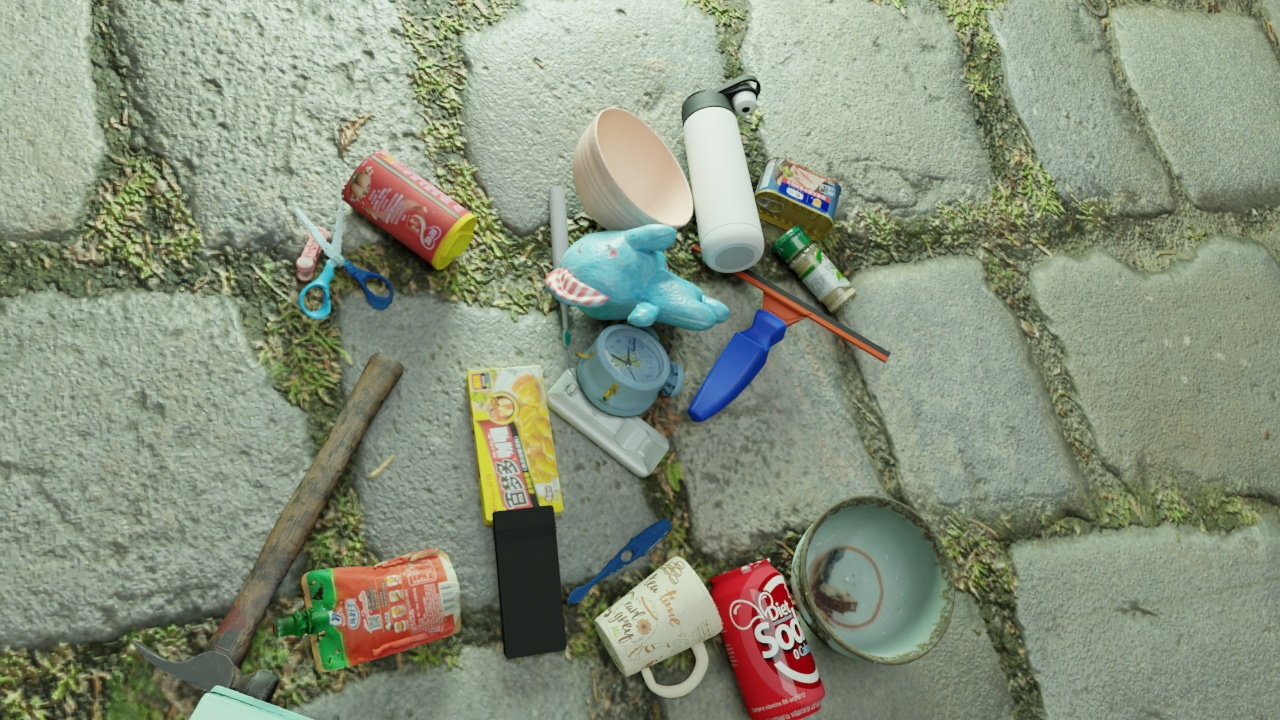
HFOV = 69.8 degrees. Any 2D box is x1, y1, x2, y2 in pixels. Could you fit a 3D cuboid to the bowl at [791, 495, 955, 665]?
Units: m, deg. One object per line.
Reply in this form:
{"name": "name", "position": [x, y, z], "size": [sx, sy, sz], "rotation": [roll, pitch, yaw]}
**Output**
{"name": "bowl", "position": [0.214, 0.220, 0.904], "size": [0.159, 0.094, 0.159], "rotation": [6, 68, -14]}

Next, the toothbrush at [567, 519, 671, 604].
{"name": "toothbrush", "position": [-0.020, 0.195, 0.891], "size": [0.132, 0.016, 0.021], "rotation": [-34, 82, -27]}

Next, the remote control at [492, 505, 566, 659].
{"name": "remote control", "position": [-0.103, 0.203, 0.849], "size": [0.058, 0.013, 0.133], "rotation": [-3, 83, -17]}

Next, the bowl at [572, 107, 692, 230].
{"name": "bowl", "position": [-0.020, -0.190, 0.993], "size": [0.153, 0.076, 0.152], "rotation": [33, 40, -34]}

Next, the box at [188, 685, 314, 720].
{"name": "box", "position": [-0.268, 0.328, 0.710], "size": [0.188, 0.091, 0.077], "rotation": [24, 98, -7]}

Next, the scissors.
{"name": "scissors", "position": [-0.293, -0.097, 0.910], "size": [0.117, 0.014, 0.130], "rotation": [10, 69, -34]}

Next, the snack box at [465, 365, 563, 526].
{"name": "snack box", "position": [-0.124, 0.081, 0.898], "size": [0.075, 0.025, 0.152], "rotation": [-5, 71, -17]}

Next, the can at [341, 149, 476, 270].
{"name": "can", "position": [-0.234, -0.153, 0.935], "size": [0.124, 0.067, 0.066], "rotation": [36, 64, 0]}

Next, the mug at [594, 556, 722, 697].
{"name": "mug", "position": [0.021, 0.260, 0.856], "size": [0.097, 0.081, 0.122], "rotation": [-28, 106, -17]}

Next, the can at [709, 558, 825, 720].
{"name": "can", "position": [0.118, 0.266, 0.869], "size": [0.074, 0.075, 0.142], "rotation": [-13, 74, -21]}

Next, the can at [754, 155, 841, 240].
{"name": "can", "position": [0.183, -0.191, 1.078], "size": [0.100, 0.054, 0.058], "rotation": [22, 64, -7]}

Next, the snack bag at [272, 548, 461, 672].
{"name": "snack bag", "position": [-0.234, 0.214, 0.791], "size": [0.154, 0.044, 0.087], "rotation": [-7, 69, -29]}

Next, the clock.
{"name": "clock", "position": [-0.006, 0.005, 0.940], "size": [0.124, 0.052, 0.088], "rotation": [-15, 62, -38]}

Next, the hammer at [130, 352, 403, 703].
{"name": "hammer", "position": [-0.310, 0.132, 0.823], "size": [0.120, 0.033, 0.329], "rotation": [25, 64, -4]}

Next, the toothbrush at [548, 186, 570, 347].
{"name": "toothbrush", "position": [-0.085, -0.101, 0.984], "size": [0.018, 0.019, 0.187], "rotation": [3, 69, -23]}

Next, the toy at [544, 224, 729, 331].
{"name": "toy", "position": [0.003, -0.083, 0.924], "size": [0.181, 0.115, 0.183], "rotation": [19, 23, 24]}

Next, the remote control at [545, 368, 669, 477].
{"name": "remote control", "position": [-0.033, 0.062, 0.934], "size": [0.133, 0.022, 0.050], "rotation": [38, 64, 1]}

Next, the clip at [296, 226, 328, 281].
{"name": "clip", "position": [-0.327, -0.108, 0.909], "size": [0.023, 0.044, 0.060], "rotation": [18, 79, -12]}

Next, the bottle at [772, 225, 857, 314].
{"name": "bottle", "position": [0.201, -0.103, 1.056], "size": [0.042, 0.043, 0.110], "rotation": [-38, 84, -25]}

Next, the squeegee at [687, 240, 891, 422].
{"name": "squeegee", "position": [0.110, -0.003, 0.983], "size": [0.249, 0.055, 0.184], "rotation": [33, 63, 18]}

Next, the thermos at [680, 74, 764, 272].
{"name": "thermos", "position": [0.104, -0.215, 1.036], "size": [0.101, 0.068, 0.229], "rotation": [-14, 62, 13]}
